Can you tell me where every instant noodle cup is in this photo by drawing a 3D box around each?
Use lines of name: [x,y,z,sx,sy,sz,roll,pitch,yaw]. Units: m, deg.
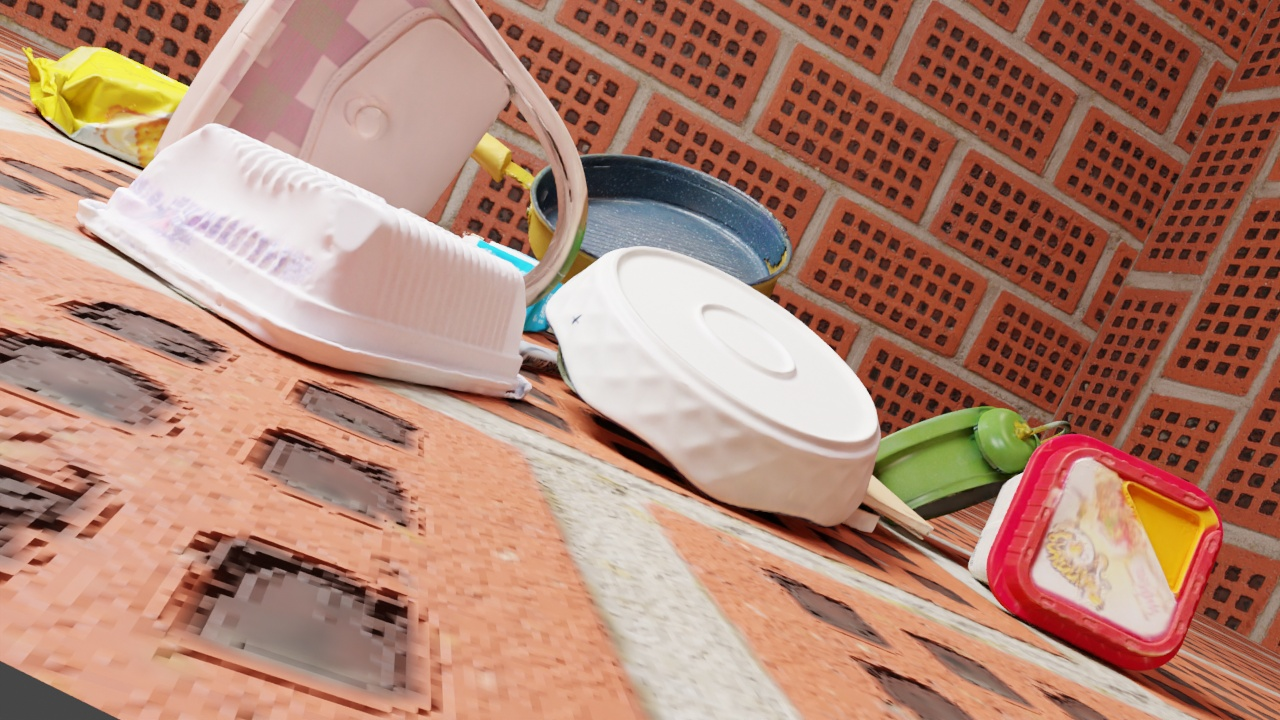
instant noodle cup: [-0.123,-0.042,0.395,0.138,0.060,0.173,27,5,22]
instant noodle cup: [0.273,0.118,0.578,0.116,0.116,0.124,26,-8,6]

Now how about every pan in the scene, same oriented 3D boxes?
pan: [-0.059,-0.130,0.675,0.357,0.078,0.197,16,34,-1]

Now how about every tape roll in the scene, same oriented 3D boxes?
tape roll: [0.117,0.088,0.609,0.086,0.014,0.086,26,3,-2]

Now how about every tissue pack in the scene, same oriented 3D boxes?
tissue pack: [-0.122,-0.071,0.859,0.090,0.063,0.140,26,3,5]

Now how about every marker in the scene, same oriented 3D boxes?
marker: [-0.064,-0.001,0.591,0.017,0.017,0.145,28,3,24]

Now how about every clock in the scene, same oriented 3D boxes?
clock: [0.243,0.077,0.694,0.116,0.161,0.056,23,46,-59]

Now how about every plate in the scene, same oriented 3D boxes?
plate: [0.048,0.003,0.507,0.205,0.046,0.204,27,25,-14]

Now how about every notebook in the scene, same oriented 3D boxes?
notebook: [0.100,0.039,0.645,0.149,0.012,0.211,30,12,-48]

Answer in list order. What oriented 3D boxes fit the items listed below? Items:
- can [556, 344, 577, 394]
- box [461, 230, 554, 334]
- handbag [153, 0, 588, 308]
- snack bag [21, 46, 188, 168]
can: [-0.004,0.004,0.618,0.058,0.058,0.146,27,3,18]
box: [-0.120,-0.084,0.988,0.168,0.077,0.091,25,3,-20]
handbag: [-0.137,-0.120,0.549,0.234,0.193,0.093,36,1,-27]
snack bag: [-0.340,-0.172,0.722,0.246,0.068,0.158,22,5,-45]
